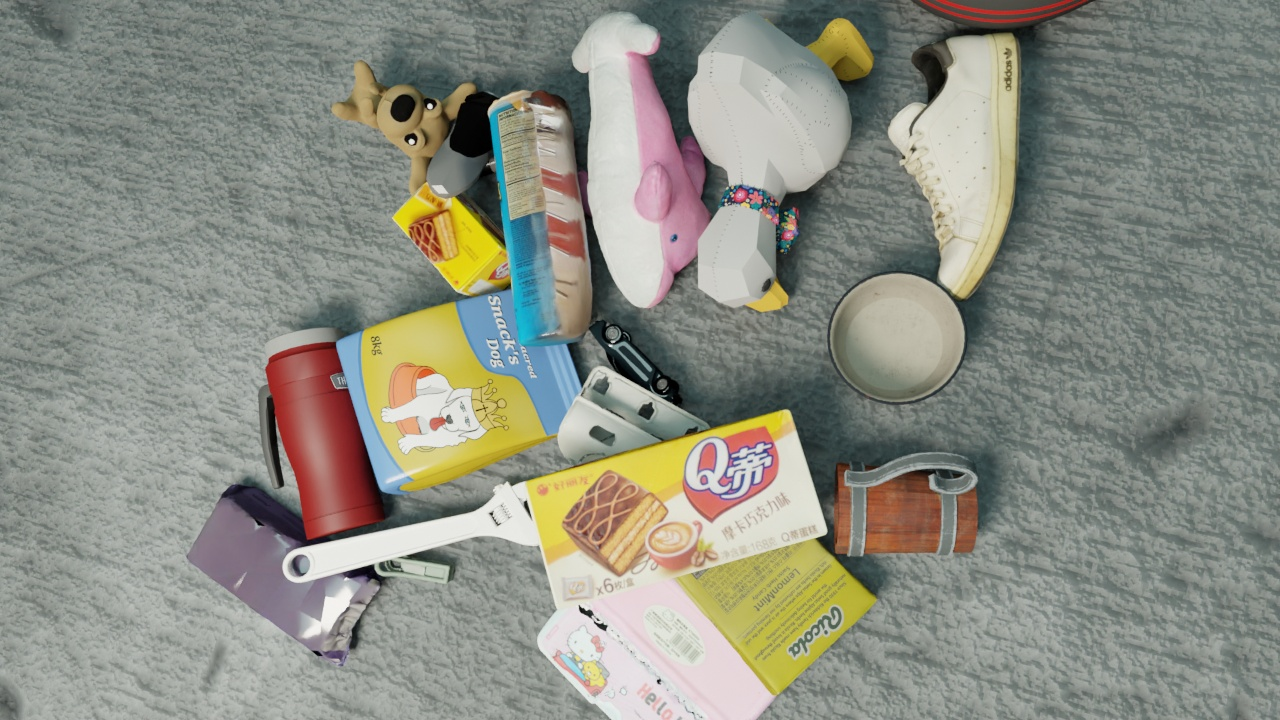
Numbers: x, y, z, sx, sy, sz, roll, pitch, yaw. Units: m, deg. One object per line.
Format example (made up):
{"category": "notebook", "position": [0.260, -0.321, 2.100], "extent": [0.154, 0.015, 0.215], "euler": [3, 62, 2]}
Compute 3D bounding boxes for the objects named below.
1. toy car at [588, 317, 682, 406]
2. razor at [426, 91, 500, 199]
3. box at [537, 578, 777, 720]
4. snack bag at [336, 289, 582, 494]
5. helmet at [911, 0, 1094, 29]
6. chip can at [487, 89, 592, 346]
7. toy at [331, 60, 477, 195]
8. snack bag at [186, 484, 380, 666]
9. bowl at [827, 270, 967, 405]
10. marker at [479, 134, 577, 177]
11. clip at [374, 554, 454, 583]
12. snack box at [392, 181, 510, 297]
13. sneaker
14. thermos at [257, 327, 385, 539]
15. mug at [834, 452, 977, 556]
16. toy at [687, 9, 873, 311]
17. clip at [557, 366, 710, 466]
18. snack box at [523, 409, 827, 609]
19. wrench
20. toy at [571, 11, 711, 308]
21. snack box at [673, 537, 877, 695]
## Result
{"category": "toy car", "position": [-0.005, 0.005, 0.871], "extent": [0.034, 0.046, 0.112], "euler": [-45, 75, 3]}
{"category": "razor", "position": [-0.167, -0.206, 0.889], "extent": [0.057, 0.060, 0.155], "euler": [24, 54, -7]}
{"category": "box", "position": [0.013, 0.275, 0.840], "extent": [0.201, 0.044, 0.154], "euler": [40, 94, 13]}
{"category": "snack bag", "position": [-0.166, 0.024, 0.885], "extent": [0.205, 0.102, 0.159], "euler": [-20, 80, -2]}
{"category": "helmet", "position": [0.297, -0.375, 0.778], "extent": [0.265, 0.164, 0.170], "euler": [24, 89, 15]}
{"category": "chip can", "position": [-0.090, -0.130, 0.857], "extent": [0.080, 0.079, 0.229], "euler": [-9, 84, 12]}
{"category": "toy", "position": [-0.246, -0.248, 0.932], "extent": [0.108, 0.106, 0.134], "euler": [26, 86, 3]}
{"category": "snack bag", "position": [-0.361, 0.213, 0.925], "extent": [0.205, 0.058, 0.096], "euler": [29, 90, 15]}
{"category": "bowl", "position": [0.225, -0.017, 0.812], "extent": [0.116, 0.059, 0.115], "euler": [-1, 84, 13]}
{"category": "marker", "position": [-0.130, -0.207, 0.934], "extent": [0.139, 0.022, 0.016], "euler": [-15, 75, 12]}
{"category": "clip", "position": [-0.223, 0.206, 0.911], "extent": [0.074, 0.035, 0.023], "euler": [8, 84, 8]}
{"category": "snack box", "position": [-0.175, -0.118, 0.904], "extent": [0.061, 0.083, 0.106], "euler": [-44, 77, 7]}
{"category": "sneaker", "position": [0.267, -0.175, 0.802], "extent": [0.102, 0.089, 0.241], "euler": [8, 81, 5]}
{"category": "thermos", "position": [-0.327, 0.075, 0.919], "extent": [0.108, 0.084, 0.198], "euler": [-16, 83, 10]}
{"category": "mug", "position": [0.223, 0.117, 0.775], "extent": [0.111, 0.117, 0.081], "euler": [1, 48, 9]}
{"category": "toy", "position": [0.105, -0.184, 0.799], "extent": [0.141, 0.247, 0.267], "euler": [12, 67, 30]}
{"category": "clip", "position": [-0.023, 0.097, 0.833], "extent": [0.126, 0.091, 0.151], "euler": [30, 97, 3]}
{"category": "snack box", "position": [0.027, 0.122, 0.770], "extent": [0.230, 0.062, 0.110], "euler": [-15, 83, -3]}
{"category": "wrench", "position": [-0.211, 0.171, 0.887], "extent": [0.273, 0.018, 0.066], "euler": [-13, 77, -1]}
{"category": "toy", "position": [0.011, -0.185, 0.853], "extent": [0.127, 0.187, 0.266], "euler": [-16, 105, -26]}
{"category": "snack box", "position": [0.100, 0.186, 0.812], "extent": [0.121, 0.045, 0.181], "euler": [-40, 72, -12]}
